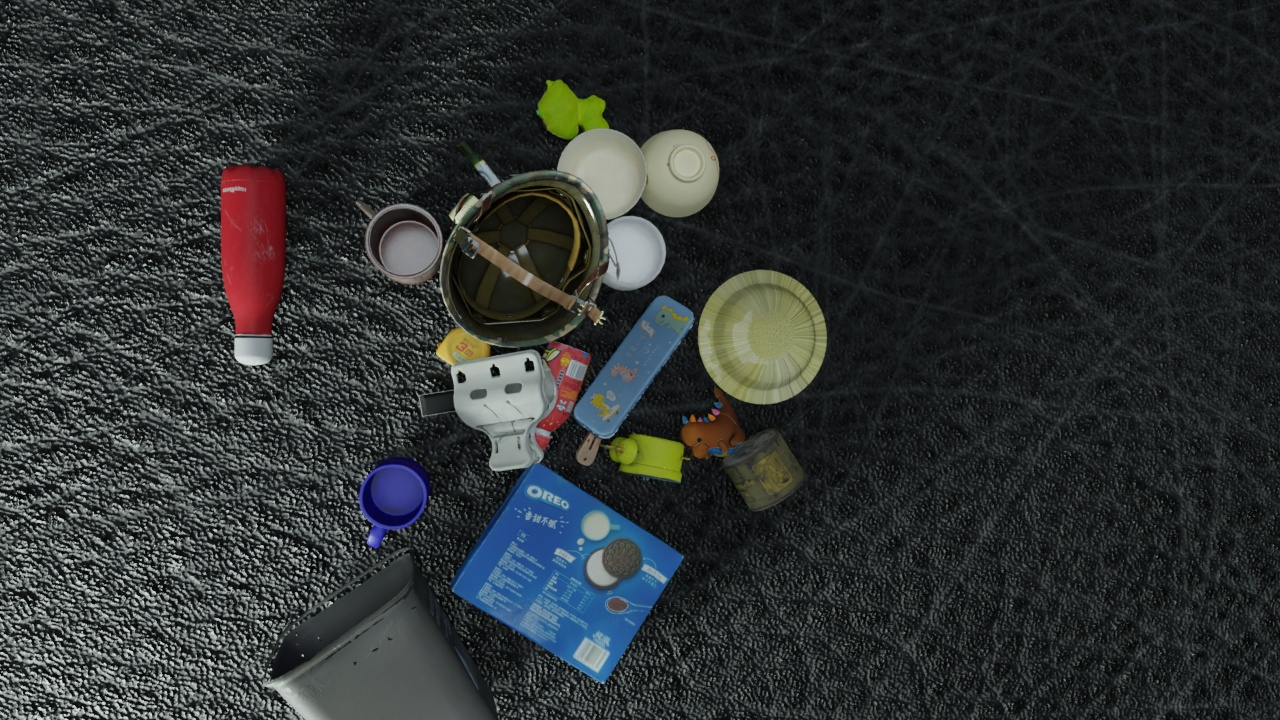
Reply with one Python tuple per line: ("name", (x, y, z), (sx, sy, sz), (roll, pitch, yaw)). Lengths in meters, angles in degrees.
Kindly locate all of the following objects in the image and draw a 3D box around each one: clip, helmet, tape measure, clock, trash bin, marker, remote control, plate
("clip", (-0.162, 0.064, 1.149), (0.126, 0.089, 0.151), (-9, 102, 21))
("helmet", (-0.136, -0.121, 1.086), (0.192, 0.235, 0.225), (30, 116, -25))
("tape measure", (-0.225, -0.016, 1.182), (0.068, 0.030, 0.059), (35, 85, -11))
("clock", (0.003, 0.127, 1.197), (0.119, 0.083, 0.057), (13, 83, -13))
("trash bin", (-0.295, 0.383, 1.099), (0.197, 0.197, 0.220), (-34, 102, -10))
("marker", (-0.187, -0.227, 1.195), (0.017, 0.017, 0.146), (-39, 96, -8))
("remote control", (-0.223, 0.049, 1.192), (0.124, 0.012, 0.028), (-9, 92, -10))
("plate", (0.172, -0.033, 1.246), (0.184, 0.036, 0.184), (0, 89, -11))
("clip", (-0.064, 0.110, 1.211), (0.026, 0.049, 0.061), (29, 58, -9))

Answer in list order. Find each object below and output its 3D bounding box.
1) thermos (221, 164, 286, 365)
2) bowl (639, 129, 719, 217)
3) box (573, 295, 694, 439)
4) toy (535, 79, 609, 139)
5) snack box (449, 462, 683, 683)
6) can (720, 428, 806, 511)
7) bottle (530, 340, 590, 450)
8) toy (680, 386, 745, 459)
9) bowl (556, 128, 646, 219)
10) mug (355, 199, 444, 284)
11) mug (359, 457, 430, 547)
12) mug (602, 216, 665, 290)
("thermos", (-0.471, -0.114, 1.118), (0.073, 0.073, 0.240), (0, 91, -10))
("bowl", (0.055, -0.253, 1.207), (0.118, 0.074, 0.118), (0, 90, -10))
("box", (-0.007, 0.006, 1.197), (0.067, 0.052, 0.209), (38, 75, -6))
("toy", (-0.090, -0.323, 1.203), (0.093, 0.036, 0.094), (-15, 99, -15))
("snack box", (-0.095, 0.272, 1.194), (0.239, 0.056, 0.195), (34, 85, -7))
("can", (0.164, 0.146, 1.220), (0.089, 0.090, 0.074), (-34, 96, -8))
("bottle", (-0.114, 0.047, 1.186), (0.062, 0.062, 0.137), (21, 86, -9))
("toy", (0.090, 0.082, 1.220), (0.090, 0.071, 0.103), (7, 65, -35))
("bowl", (-0.046, -0.236, 1.187), (0.115, 0.062, 0.115), (0, 92, 7))
("mug", (-0.300, -0.152, 1.131), (0.123, 0.110, 0.096), (44, 78, -7))
("mug", (-0.310, 0.179, 1.141), (0.079, 0.083, 0.111), (24, 86, -9))
("mug", (-0.027, -0.137, 1.197), (0.115, 0.068, 0.094), (-13, 92, -10))
